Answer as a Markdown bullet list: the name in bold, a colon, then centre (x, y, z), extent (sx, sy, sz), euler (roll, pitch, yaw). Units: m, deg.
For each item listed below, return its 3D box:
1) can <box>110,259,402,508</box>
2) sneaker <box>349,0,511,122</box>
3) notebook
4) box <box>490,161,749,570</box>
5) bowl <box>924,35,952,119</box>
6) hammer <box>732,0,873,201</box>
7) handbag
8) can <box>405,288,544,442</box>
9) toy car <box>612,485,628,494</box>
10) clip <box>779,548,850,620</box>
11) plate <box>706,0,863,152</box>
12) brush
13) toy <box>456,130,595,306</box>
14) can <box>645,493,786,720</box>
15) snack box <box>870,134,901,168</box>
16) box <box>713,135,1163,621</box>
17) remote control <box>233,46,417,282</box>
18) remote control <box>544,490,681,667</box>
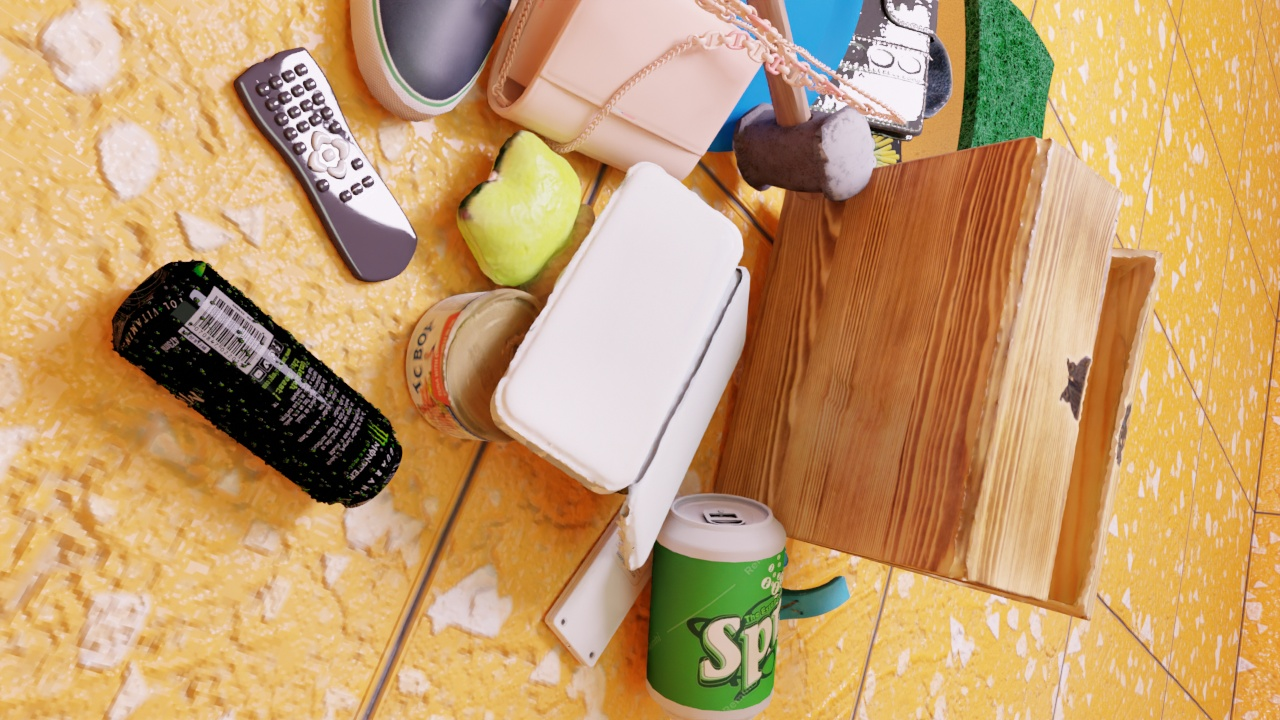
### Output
- **can**: centre (-0.173, 0.014, 0.425), extent (0.137, 0.054, 0.053), euler (49, 57, -34)
- **sneaker**: centre (-0.085, -0.241, 0.497), extent (0.084, 0.079, 0.235), euler (31, 69, -43)
- **notebook**: centre (0.169, -0.294, 0.750), extent (0.169, 0.029, 0.209), euler (6, 88, -18)
- **box**: centre (0.011, 0.003, 0.558), extent (0.186, 0.084, 0.210), euler (53, 50, -31)
- **bowl**: centre (0.223, -0.260, 0.822), extent (0.110, 0.055, 0.110), euler (9, 71, -28)
- **hammer**: centre (0.076, -0.251, 0.593), extent (0.052, 0.098, 0.329), euler (-38, 125, -24)
- **handbag**: centre (0.016, -0.148, 0.524), extent (0.198, 0.187, 0.117), euler (12, 114, -49)
- **can**: centre (-0.087, 0.003, 0.522), extent (0.086, 0.043, 0.086), euler (-1, 91, -46)
- **toy car**: centre (0.004, 0.054, 0.625), extent (0.106, 0.030, 0.049), euler (-22, 105, -47)
- **clip**: centre (0.099, 0.176, 0.711), extent (0.119, 0.121, 0.033), euler (-75, 148, -66)
- **plate**: centre (0.070, -0.261, 0.647), extent (0.223, 0.024, 0.225), euler (-18, 126, -27)
- **brush**: centre (0.343, -0.232, 0.939), extent (0.194, 0.075, 0.250), euler (14, 80, -45)
- **toy**: centre (-0.059, -0.074, 0.550), extent (0.115, 0.046, 0.092), euler (51, 55, -42)
- **can**: centre (0.050, 0.167, 0.620), extent (0.087, 0.088, 0.140), euler (-7, 104, -46)
- **snack box**: centre (0.184, -0.176, 0.812), extent (0.147, 0.025, 0.080), euler (-7, 95, -46)
- **box**: centre (0.217, 0.021, 0.690), extent (0.220, 0.259, 0.279), euler (18, 81, -35)
- **remote control**: centre (-0.157, -0.097, 0.473), extent (0.046, 0.009, 0.124), euler (-46, 121, -35)
- **remote control**: centre (-0.012, 0.137, 0.622), extent (0.135, 0.011, 0.050), euler (-52, 125, -32)
